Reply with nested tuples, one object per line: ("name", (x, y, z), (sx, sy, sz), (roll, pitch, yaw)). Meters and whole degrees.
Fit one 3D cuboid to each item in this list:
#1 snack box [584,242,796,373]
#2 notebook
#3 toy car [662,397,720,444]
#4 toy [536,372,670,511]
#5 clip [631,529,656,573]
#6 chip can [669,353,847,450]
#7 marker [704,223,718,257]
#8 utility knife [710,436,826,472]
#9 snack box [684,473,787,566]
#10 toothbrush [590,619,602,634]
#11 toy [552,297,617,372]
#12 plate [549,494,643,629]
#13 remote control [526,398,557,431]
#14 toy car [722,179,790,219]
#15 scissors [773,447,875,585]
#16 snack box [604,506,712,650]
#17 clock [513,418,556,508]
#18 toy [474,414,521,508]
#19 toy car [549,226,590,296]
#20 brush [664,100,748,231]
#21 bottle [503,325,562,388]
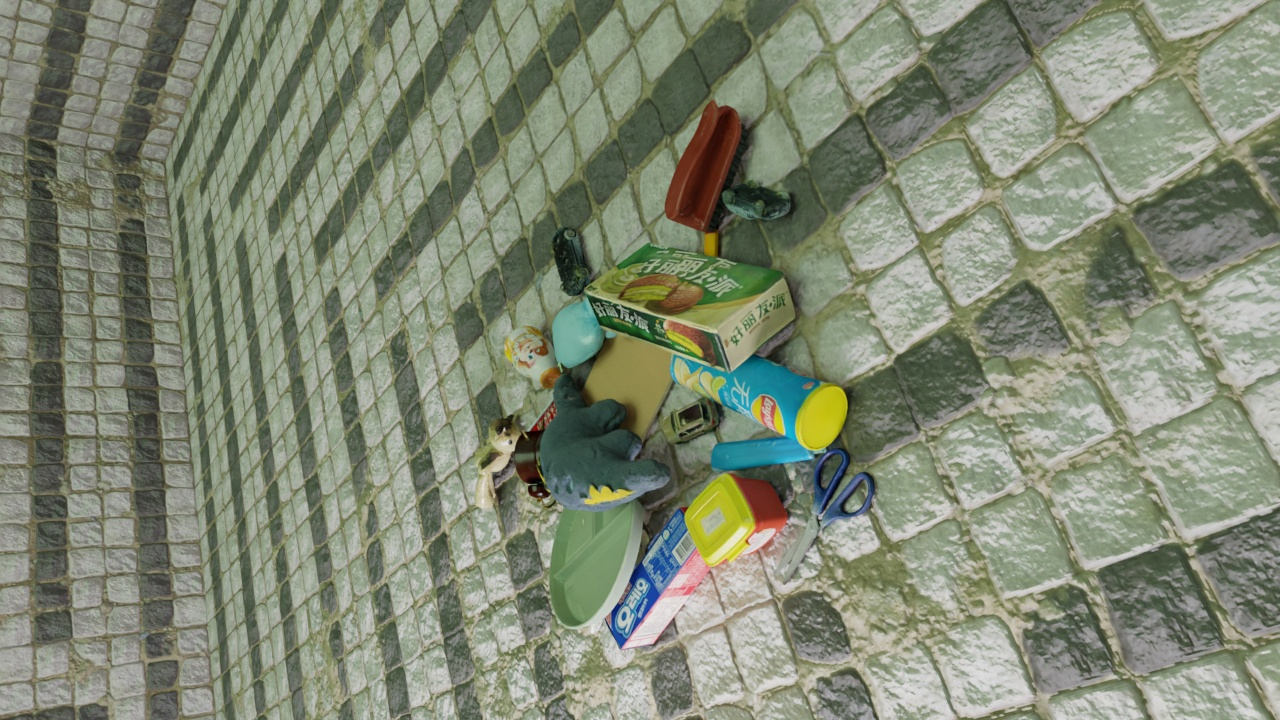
("snack box", (0.051, -0.066, 1.055), (0.240, 0.114, 0.063), (21, 142, 49))
("notebook", (-0.007, 0.007, 1.207), (0.149, 0.012, 0.212), (48, 123, 42))
("toy car", (0.058, 0.073, 1.106), (0.091, 0.035, 0.042), (-31, 63, 47))
("toy", (-0.066, 0.114, 1.152), (0.138, 0.091, 0.356), (-55, 28, 4))
("clip", (0.006, 0.243, 1.151), (0.034, 0.070, 0.100), (59, 136, 36))
("chip can", (0.123, 0.028, 1.003), (0.210, 0.071, 0.071), (26, 107, 48))
("marker", (0.087, -0.169, 1.106), (0.018, 0.015, 0.123), (-5, 81, 48))
("utility knife", (0.140, 0.102, 1.020), (0.161, 0.018, 0.034), (-13, 80, 47))
("snack box", (0.107, 0.175, 1.004), (0.091, 0.080, 0.082), (-51, 50, 34))
("toothbrush", (-0.046, 0.279, 1.228), (0.017, 0.016, 0.188), (27, 108, 56))
("toy", (-0.074, -0.049, 1.256), (0.156, 0.049, 0.161), (-63, 34, 7))
("plate", (-0.057, 0.232, 1.186), (0.231, 0.027, 0.229), (-46, 35, 45))
("remote control", (-0.130, 0.096, 1.338), (0.136, 0.020, 0.055), (-49, 52, 36))
("toy car", (0.130, -0.177, 1.034), (0.090, 0.042, 0.034), (31, 138, 50))
("scissors", (0.191, 0.176, 0.958), (0.126, 0.012, 0.173), (14, 99, 50))
("snack box", (0.029, 0.264, 1.107), (0.057, 0.058, 0.208), (55, 126, 37))
("clock", (-0.132, 0.147, 1.284), (0.055, 0.081, 0.122), (-6, 99, 26))
("toy", (-0.226, 0.159, 1.423), (0.105, 0.066, 0.157), (-71, 1, -66))
("toy car", (-0.099, -0.142, 1.309), (0.049, 0.031, 0.105), (-38, 61, 41))
("brush", (0.076, -0.227, 1.068), (0.063, 0.069, 0.146), (28, 101, 40))
("bottle", (-0.154, -0.003, 1.341), (0.108, 0.063, 0.063), (46, 121, 41))
